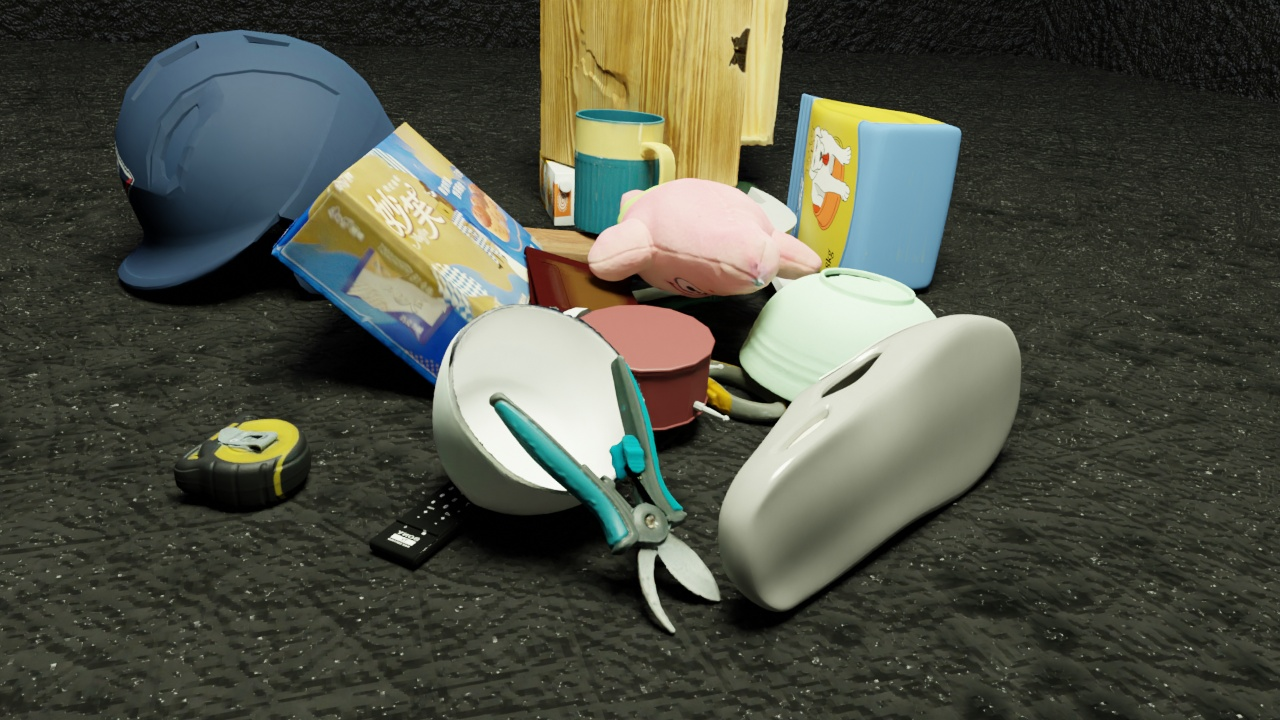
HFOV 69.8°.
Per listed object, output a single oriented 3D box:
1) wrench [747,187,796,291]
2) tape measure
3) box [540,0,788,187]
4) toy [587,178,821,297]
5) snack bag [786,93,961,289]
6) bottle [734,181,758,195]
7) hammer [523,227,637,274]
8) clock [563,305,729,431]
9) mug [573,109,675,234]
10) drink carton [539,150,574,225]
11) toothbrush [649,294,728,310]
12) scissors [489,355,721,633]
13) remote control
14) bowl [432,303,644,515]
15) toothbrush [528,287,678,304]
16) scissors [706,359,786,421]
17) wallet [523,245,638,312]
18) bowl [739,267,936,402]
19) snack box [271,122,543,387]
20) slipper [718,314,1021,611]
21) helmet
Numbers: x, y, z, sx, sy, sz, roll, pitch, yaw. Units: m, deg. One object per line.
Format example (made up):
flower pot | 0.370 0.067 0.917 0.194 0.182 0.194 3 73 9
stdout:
wrench | 0.133 -0.094 0.848 0.086 0.018 0.273 13 32 -22
tape measure | -0.218 0.055 0.516 0.061 0.034 0.061 9 26 9
box | 0.059 -0.366 1.029 0.322 0.280 0.284 -21 34 -38
toy | 0.055 -0.089 0.715 0.192 0.097 0.236 1 17 -13
snack bag | 0.203 -0.171 0.906 0.102 0.159 0.205 -5 25 -22
bottle | 0.069 -0.151 0.952 0.055 0.055 0.173 18 24 28
hammer | -0.071 -0.104 0.874 0.301 0.037 0.157 6 25 7
clock | -0.012 0.003 0.593 0.137 0.048 0.096 4 28 0
mug | -0.013 -0.173 0.855 0.083 0.107 0.114 -12 28 -39
drink carton | -0.087 -0.198 1.049 0.040 0.059 0.122 -3 26 -14
toothbrush | 0.011 -0.045 0.753 0.016 0.017 0.189 28 30 36
scissors | -0.018 0.057 0.454 0.124 0.019 0.153 16 50 -26
remote control | -0.094 0.073 0.519 0.030 0.009 0.139 15 27 23
bowl | -0.062 0.033 0.501 0.116 0.066 0.116 19 50 -24
toothbrush | -0.025 -0.054 0.793 0.186 0.017 0.012 -13 32 -31
scissors | -0.002 0.003 0.674 0.216 0.016 0.225 -14 29 -33
wallet | -0.040 -0.048 0.691 0.091 0.018 0.115 14 29 -20
bowl | 0.152 -0.019 0.652 0.151 0.077 0.150 9 22 -4
snack box | -0.158 -0.082 0.681 0.155 0.069 0.202 41 18 -17
slipper | 0.119 0.044 0.514 0.265 0.113 0.081 -27 26 -38
helmet | -0.352 -0.165 0.810 0.272 0.223 0.232 -42 34 -5
